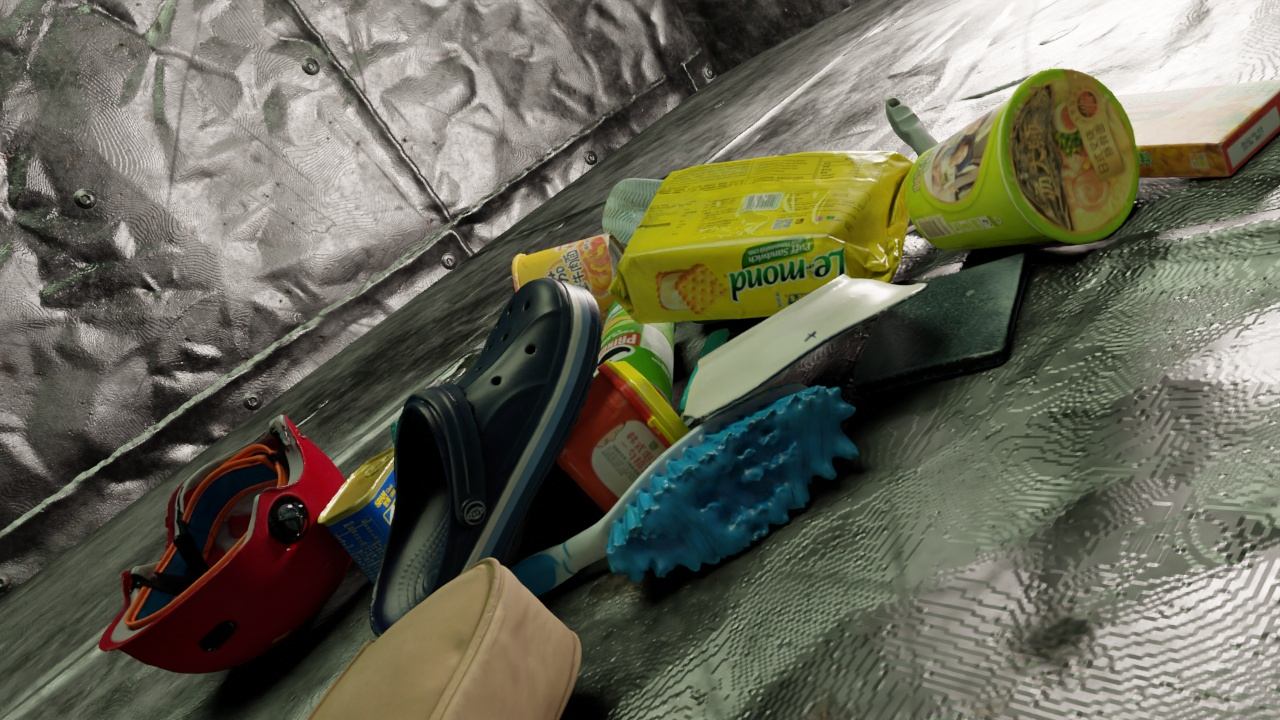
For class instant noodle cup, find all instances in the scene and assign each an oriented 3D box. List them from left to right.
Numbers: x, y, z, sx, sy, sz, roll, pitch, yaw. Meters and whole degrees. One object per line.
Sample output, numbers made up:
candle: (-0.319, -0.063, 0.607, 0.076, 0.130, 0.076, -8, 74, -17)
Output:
instant noodle cup: (-0.063, -0.072, 1.024, 0.110, 0.138, 0.137, -20, 19, 13)
instant noodle cup: (0.250, -0.125, 0.629, 0.111, 0.111, 0.124, -38, 9, -17)

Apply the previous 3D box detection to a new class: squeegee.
squeegee: (0.267, -0.184, 0.826, 0.248, 0.040, 0.249, -26, 33, 12)

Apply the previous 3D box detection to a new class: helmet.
helmet: (-0.336, 0.178, 0.798, 0.207, 0.144, 0.239, -30, 30, 24)

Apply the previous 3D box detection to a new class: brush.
brush: (-0.015, 0.109, 0.551, 0.314, 0.060, 0.109, -35, 11, 2)

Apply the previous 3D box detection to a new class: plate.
plate: (0.093, -0.014, 0.597, 0.163, 0.034, 0.164, -31, -3, -4)

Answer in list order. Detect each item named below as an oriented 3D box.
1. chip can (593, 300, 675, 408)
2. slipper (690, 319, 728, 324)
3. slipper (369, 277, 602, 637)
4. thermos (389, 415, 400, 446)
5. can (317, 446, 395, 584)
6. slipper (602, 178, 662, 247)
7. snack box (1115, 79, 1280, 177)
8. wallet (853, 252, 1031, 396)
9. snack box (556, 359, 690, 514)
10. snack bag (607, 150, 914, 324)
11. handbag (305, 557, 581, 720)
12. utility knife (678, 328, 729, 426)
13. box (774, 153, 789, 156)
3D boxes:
chip can: (-0.005, 0.005, 0.784, 0.072, 0.072, 0.235, -29, 16, 13)
slipper: (0.141, -0.131, 0.882, 0.268, 0.083, 0.111, -34, 14, -8)
slipper: (-0.114, 0.056, 0.580, 0.105, 0.095, 0.252, 9, 73, 51)
thermos: (-0.176, 0.054, 0.980, 0.225, 0.073, 0.073, -23, 19, 34)
can: (-0.215, 0.135, 0.783, 0.057, 0.083, 0.102, -28, 17, 16)
slipper: (0.059, -0.149, 1.021, 0.246, 0.104, 0.074, 17, 4, 40)
snack box: (0.348, -0.155, 0.630, 0.077, 0.027, 0.156, -38, 23, -14)
wallet: (0.194, -0.024, 0.588, 0.097, 0.019, 0.120, -19, 23, 39)
snack box: (-0.012, 0.057, 0.618, 0.080, 0.091, 0.082, -42, 19, -5)
snack bag: (0.099, -0.107, 0.750, 0.247, 0.068, 0.157, -2, 43, 29)
handbag: (-0.104, 0.191, 0.403, 0.148, 0.100, 0.204, -33, 14, 30)
utility knife: (0.051, 0.013, 0.755, 0.029, 0.013, 0.182, -29, 15, 26)
box: (0.124, -0.169, 1.038, 0.163, 0.075, 0.086, -12, 39, 50)
